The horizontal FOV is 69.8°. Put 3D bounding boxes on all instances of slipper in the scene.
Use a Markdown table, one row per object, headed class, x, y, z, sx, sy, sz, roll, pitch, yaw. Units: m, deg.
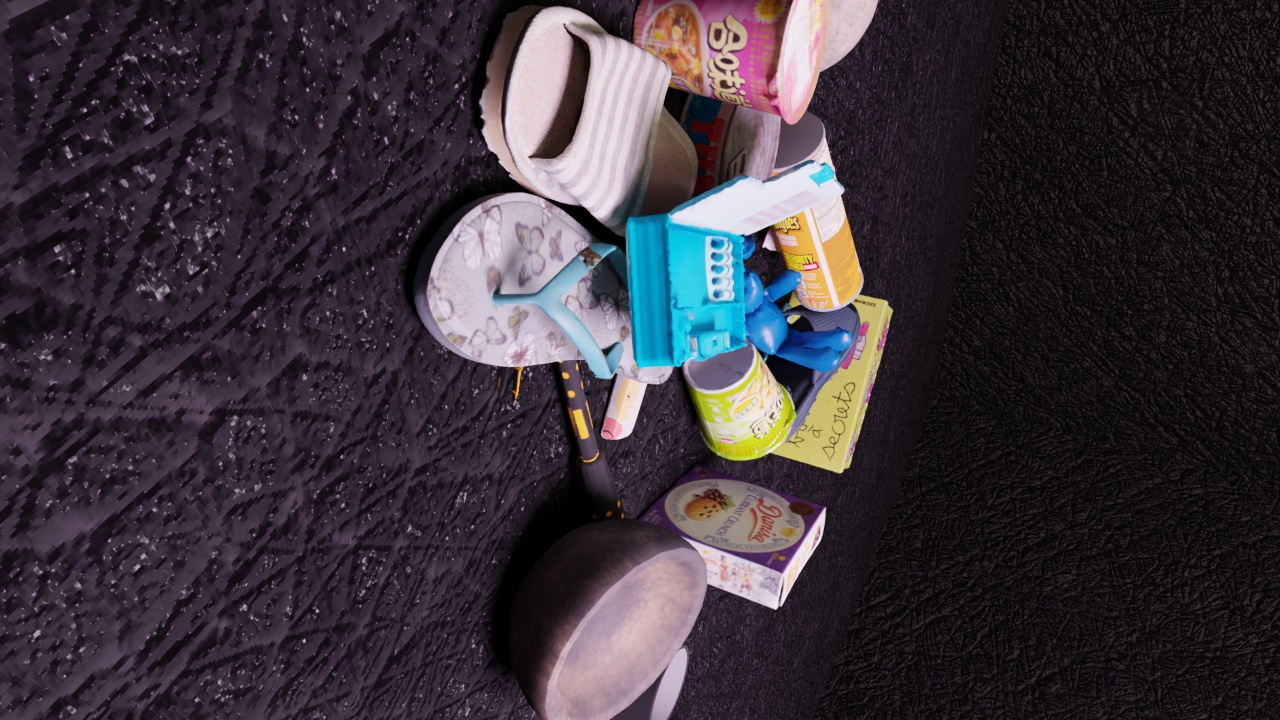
| class | x | y | z | sx | sy | sz | roll | pitch | yaw |
| --- | --- | --- | --- | --- | --- | --- | --- | --- | --- |
| slipper | 0.158 | -0.008 | 1.005 | 0.262 | 0.101 | 0.082 | -52 | 122 | -42 |
| slipper | -0.027 | -0.038 | 0.561 | 0.268 | 0.055 | 0.098 | 12 | 84 | -60 |
| slipper | -0.012 | -0.136 | 0.583 | 0.272 | 0.054 | 0.114 | 9 | 92 | -68 |

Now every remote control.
| class | x | y | z | sx | sy | sz | roll | pitch | yaw |
| --- | --- | --- | --- | --- | --- | --- | --- | --- | --- |
| remote control | -0.004 | 0.004 | 0.733 | 0.038 | 0.018 | 0.125 | 4 | 102 | -67 |

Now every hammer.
| class | x | y | z | sx | sy | sz | roll | pitch | yaw |
| --- | --- | --- | --- | --- | --- | --- | --- | --- | --- |
| hammer | -0.040 | 0.071 | 0.678 | 0.123 | 0.036 | 0.321 | -54 | 148 | -38 |

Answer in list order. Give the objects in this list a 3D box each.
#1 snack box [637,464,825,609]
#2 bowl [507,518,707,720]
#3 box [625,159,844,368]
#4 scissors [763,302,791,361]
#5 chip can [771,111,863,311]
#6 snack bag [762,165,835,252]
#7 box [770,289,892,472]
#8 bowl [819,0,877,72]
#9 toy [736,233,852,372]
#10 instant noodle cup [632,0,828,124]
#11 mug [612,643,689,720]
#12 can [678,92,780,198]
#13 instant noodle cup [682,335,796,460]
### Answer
| class | x | y | z | sx | sy | sz | roll | pitch | yaw |
| --- | --- | --- | --- | --- | --- | --- | --- | --- | --- |
| snack box | 0.089 | 0.165 | 0.887 | 0.143 | 0.148 | 0.041 | -32 | 134 | -59 |
| bowl | -0.030 | 0.186 | 0.679 | 0.161 | 0.070 | 0.162 | -30 | 137 | -33 |
| box | 0.058 | -0.078 | 0.635 | 0.169 | 0.086 | 0.227 | -59 | 167 | 13 |
| scissors | 0.153 | -0.011 | 1.099 | 0.133 | 0.011 | 0.140 | -44 | 142 | -50 |
| chip can | 0.167 | -0.142 | 0.916 | 0.075 | 0.075 | 0.215 | -64 | 146 | -24 |
| snack bag | 0.181 | -0.170 | 1.019 | 0.144 | 0.039 | 0.131 | 15 | 96 | -65 |
| box | 0.231 | 0.022 | 1.163 | 0.082 | 0.124 | 0.221 | 13 | 95 | -67 |
| bowl | 0.176 | -0.344 | 0.843 | 0.177 | 0.081 | 0.179 | -46 | 145 | -46 |
| toy | 0.105 | -0.055 | 0.815 | 0.071 | 0.176 | 0.112 | -42 | -169 | 51 |
| instant noodle cup | 0.059 | -0.215 | 0.613 | 0.097 | 0.109 | 0.098 | -47 | 146 | -48 |
| mug | -0.012 | 0.251 | 0.785 | 0.078 | 0.088 | 0.114 | -34 | 135 | -57 |
| can | 0.072 | -0.174 | 0.757 | 0.129 | 0.044 | 0.130 | -47 | 145 | -48 |
| instant noodle cup | 0.088 | 0.028 | 0.880 | 0.098 | 0.099 | 0.108 | -64 | 147 | -24 |
